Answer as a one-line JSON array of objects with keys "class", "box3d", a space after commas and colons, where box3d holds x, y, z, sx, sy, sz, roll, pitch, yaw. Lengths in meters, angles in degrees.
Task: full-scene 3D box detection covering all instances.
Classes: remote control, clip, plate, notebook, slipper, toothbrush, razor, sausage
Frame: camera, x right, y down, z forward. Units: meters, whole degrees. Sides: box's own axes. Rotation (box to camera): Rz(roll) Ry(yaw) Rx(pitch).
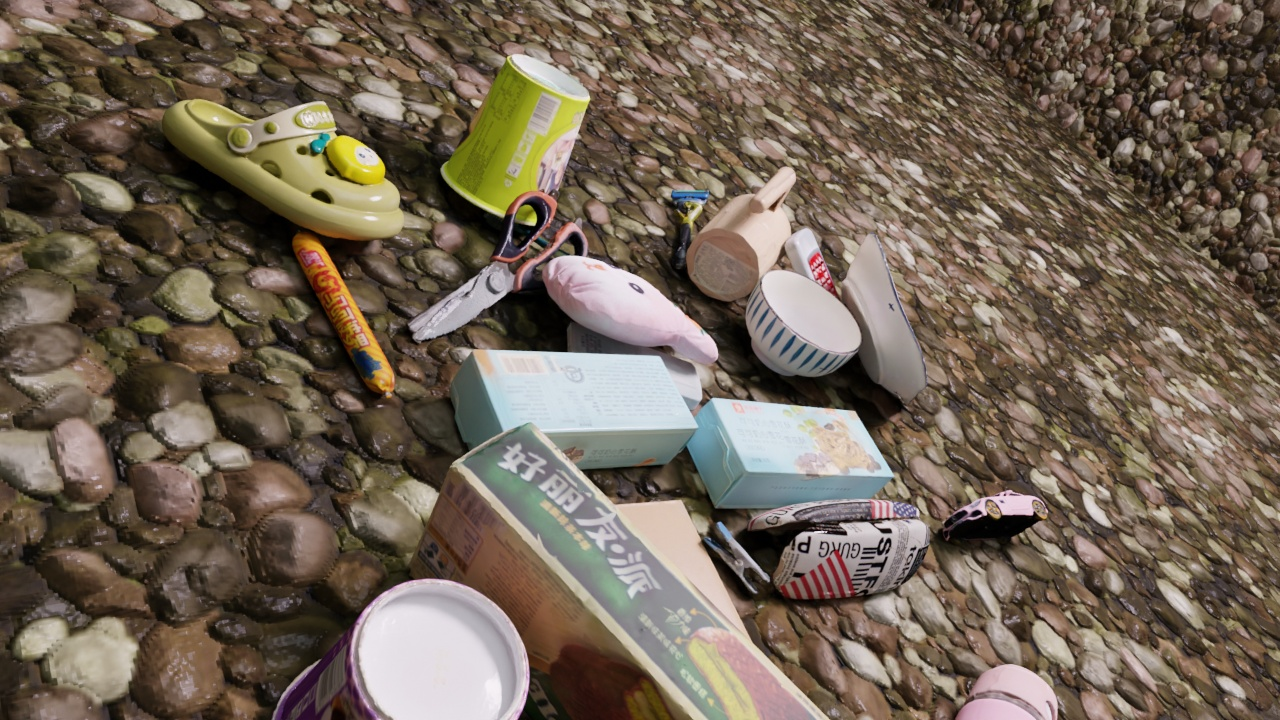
[{"class": "remote control", "box3d": [-0.005, 0.005, 0.772, 0.125, 0.024, 0.049, 18, 37, -22]}, {"class": "clip", "box3d": [0.070, 0.145, 0.671, 0.058, 0.038, 0.026, 45, 2, 9]}, {"class": "plate", "box3d": [0.237, -0.034, 0.927, 0.164, 0.034, 0.163, 59, 13, -75]}, {"class": "notebook", "box3d": [0.012, 0.181, 0.593, 0.147, 0.008, 0.207, 2, 46, -38]}, {"class": "slipper", "box3d": [-0.263, -0.158, 0.692, 0.190, 0.082, 0.091, 28, 21, -4]}, {"class": "remote control", "box3d": [0.191, -0.073, 0.972, 0.055, 0.020, 0.136, -40, 108, -54]}, {"class": "toothbrush", "box3d": [-0.062, -0.085, 0.838, 0.191, 0.016, 0.018, 33, 45, -2]}, {"class": "razor", "box3d": [0.049, -0.139, 0.986, 0.043, 0.022, 0.142, 0, 42, 9]}, {"class": "sausage", "box3d": [-0.212, -0.036, 0.651, 0.021, 0.022, 0.165, -9, 54, -45]}]

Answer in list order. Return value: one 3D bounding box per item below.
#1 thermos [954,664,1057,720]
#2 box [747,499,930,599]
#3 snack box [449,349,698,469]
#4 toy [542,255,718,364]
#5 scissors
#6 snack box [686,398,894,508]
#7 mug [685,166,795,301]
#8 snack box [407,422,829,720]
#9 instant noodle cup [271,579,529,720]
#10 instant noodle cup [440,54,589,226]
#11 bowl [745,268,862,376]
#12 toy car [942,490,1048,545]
[{"class": "thermos", "box3d": [0.234, 0.288, 0.608, 0.198, 0.067, 0.087, -30, 101, -54]}, {"class": "box", "box3d": [0.156, 0.134, 0.727, 0.162, 0.076, 0.087, 4, 26, -33]}, {"class": "snack box", "box3d": [-0.047, 0.037, 0.674, 0.174, 0.052, 0.074, 1, 48, -37]}, {"class": "toy", "box3d": [-0.007, -0.043, 0.772, 0.159, 0.054, 0.121, 21, 15, -35]}, {"class": "scissors", "box3d": [-0.119, -0.083, 0.751, 0.208, 0.015, 0.185, 10, 72, -47]}, {"class": "snack box", "box3d": [0.124, 0.079, 0.765, 0.174, 0.052, 0.074, 7, 45, -35]}, {"class": "mug", "box3d": [0.110, -0.131, 0.938, 0.084, 0.125, 0.103, 35, 37, 5]}, {"class": "snack box", "box3d": [-0.019, 0.156, 0.492, 0.240, 0.115, 0.063, 42, 42, 16]}, {"class": "instant noodle cup", "box3d": [-0.108, 0.164, 0.436, 0.111, 0.099, 0.111, 23, 36, -19]}, {"class": "instant noodle cup", "box3d": [-0.106, -0.204, 0.831, 0.111, 0.124, 0.111, 24, 25, -12]}, {"class": "bowl", "box3d": [0.151, -0.027, 0.899, 0.116, 0.066, 0.116, 21, 37, -17]}, {"class": "toy car", "box3d": [0.329, 0.144, 0.853, 0.122, 0.056, 0.037, 6, 48, -35]}]
